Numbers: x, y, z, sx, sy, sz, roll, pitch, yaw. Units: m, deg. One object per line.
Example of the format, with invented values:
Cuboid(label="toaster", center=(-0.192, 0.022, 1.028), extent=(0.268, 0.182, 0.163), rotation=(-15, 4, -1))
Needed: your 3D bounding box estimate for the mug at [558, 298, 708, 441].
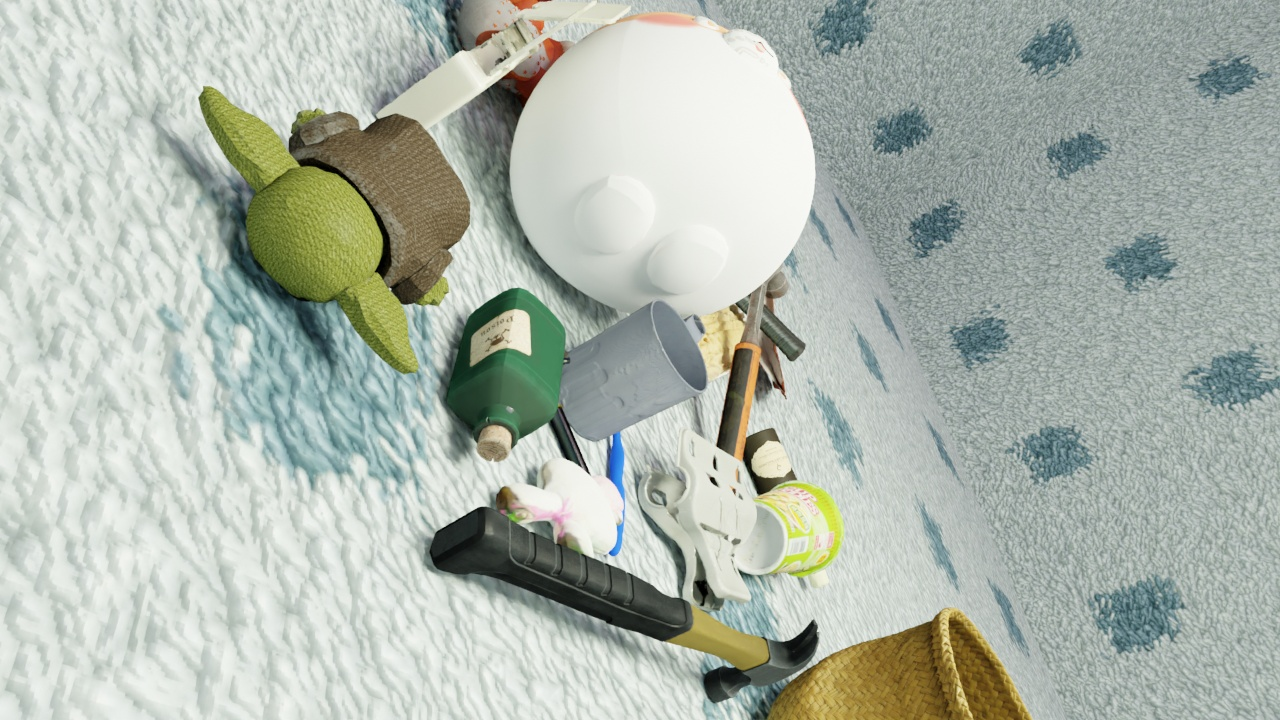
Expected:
Cuboid(label="mug", center=(-0.005, 0.004, 0.768), extent=(0.084, 0.104, 0.123), rotation=(59, 21, -7))

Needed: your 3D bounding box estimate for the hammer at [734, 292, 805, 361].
Cuboid(label="hammer", center=(0.079, -0.120, 1.100), extent=(0.319, 0.032, 0.130), rotation=(45, 20, -2))

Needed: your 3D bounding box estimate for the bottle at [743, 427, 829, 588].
Cuboid(label="bottle", center=(0.168, 0.169, 1.042), extent=(0.045, 0.045, 0.184), rotation=(9, 55, -64))

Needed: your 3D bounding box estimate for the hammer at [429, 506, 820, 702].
Cuboid(label="hammer", center=(0.006, 0.167, 0.612), extent=(0.333, 0.118, 0.025), rotation=(35, 35, -40))

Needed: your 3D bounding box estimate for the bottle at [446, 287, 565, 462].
Cuboid(label="bottle", center=(-0.091, 0.015, 0.617), extent=(0.061, 0.061, 0.131), rotation=(46, 26, -30))

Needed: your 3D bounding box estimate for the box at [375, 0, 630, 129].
Cuboid(label="box", center=(-0.105, -0.234, 0.716), extent=(0.050, 0.184, 0.143), rotation=(56, 30, -20))

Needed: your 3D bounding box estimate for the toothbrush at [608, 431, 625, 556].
Cuboid(label="toothbrush", center=(-0.018, 0.090, 0.755), extent=(0.018, 0.016, 0.182), rotation=(54, 22, -33))

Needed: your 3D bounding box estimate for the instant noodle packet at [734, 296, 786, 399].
Cuboid(label="instant noodle packet", center=(0.156, -0.060, 1.232), extent=(0.164, 0.084, 0.221), rotation=(-74, 144, -84))

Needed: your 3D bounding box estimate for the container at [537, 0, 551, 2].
Cuboid(label="container", center=(-0.148, -0.481, 0.974), extent=(0.201, 0.148, 0.126), rotation=(66, 21, -16))

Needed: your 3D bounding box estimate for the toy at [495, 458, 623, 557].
Cuboid(label="toy", center=(-0.046, 0.104, 0.636), extent=(0.079, 0.038, 0.122), rotation=(45, 19, 15))

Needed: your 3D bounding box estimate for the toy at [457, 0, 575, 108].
Cuboid(label="toy", center=(-0.105, -0.303, 0.931), extent=(0.172, 0.093, 0.163), rotation=(37, 26, -52))

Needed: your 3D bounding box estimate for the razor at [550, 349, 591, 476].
Cuboid(label="razor", center=(-0.055, 0.061, 0.704), extent=(0.042, 0.022, 0.144), rotation=(-14, 82, -42))

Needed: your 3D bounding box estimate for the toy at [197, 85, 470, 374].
Cuboid(label="toy", center=(-0.167, -0.086, 0.545), extent=(0.179, 0.078, 0.152), rotation=(56, 29, -12))

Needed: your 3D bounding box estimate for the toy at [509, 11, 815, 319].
Cuboid(label="toy", center=(0.025, -0.182, 0.821), extent=(0.262, 0.267, 0.279), rotation=(29, 43, -17))

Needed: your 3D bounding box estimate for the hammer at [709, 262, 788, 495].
Cuboid(label="hammer", center=(0.106, 0.000, 0.960), extent=(0.138, 0.035, 0.313), rotation=(57, 40, -51))

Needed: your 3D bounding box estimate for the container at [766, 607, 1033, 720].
Cuboid(label="container", center=(0.235, 0.382, 0.732), extent=(0.307, 0.197, 0.306), rotation=(47, 24, -30))

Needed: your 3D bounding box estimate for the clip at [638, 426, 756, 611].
Cuboid(label="clip", center=(0.048, 0.147, 0.809), extent=(0.126, 0.096, 0.152), rotation=(31, 58, -50))

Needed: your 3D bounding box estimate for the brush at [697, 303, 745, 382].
Cuboid(label="brush", center=(0.071, -0.016, 1.029), extent=(0.083, 0.057, 0.270), rotation=(65, 22, 5))

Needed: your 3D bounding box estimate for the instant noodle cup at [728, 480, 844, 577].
Cuboid(label="instant noodle cup", center=(0.137, 0.171, 0.914), extent=(0.107, 0.099, 0.099), rotation=(7, 58, -56))
